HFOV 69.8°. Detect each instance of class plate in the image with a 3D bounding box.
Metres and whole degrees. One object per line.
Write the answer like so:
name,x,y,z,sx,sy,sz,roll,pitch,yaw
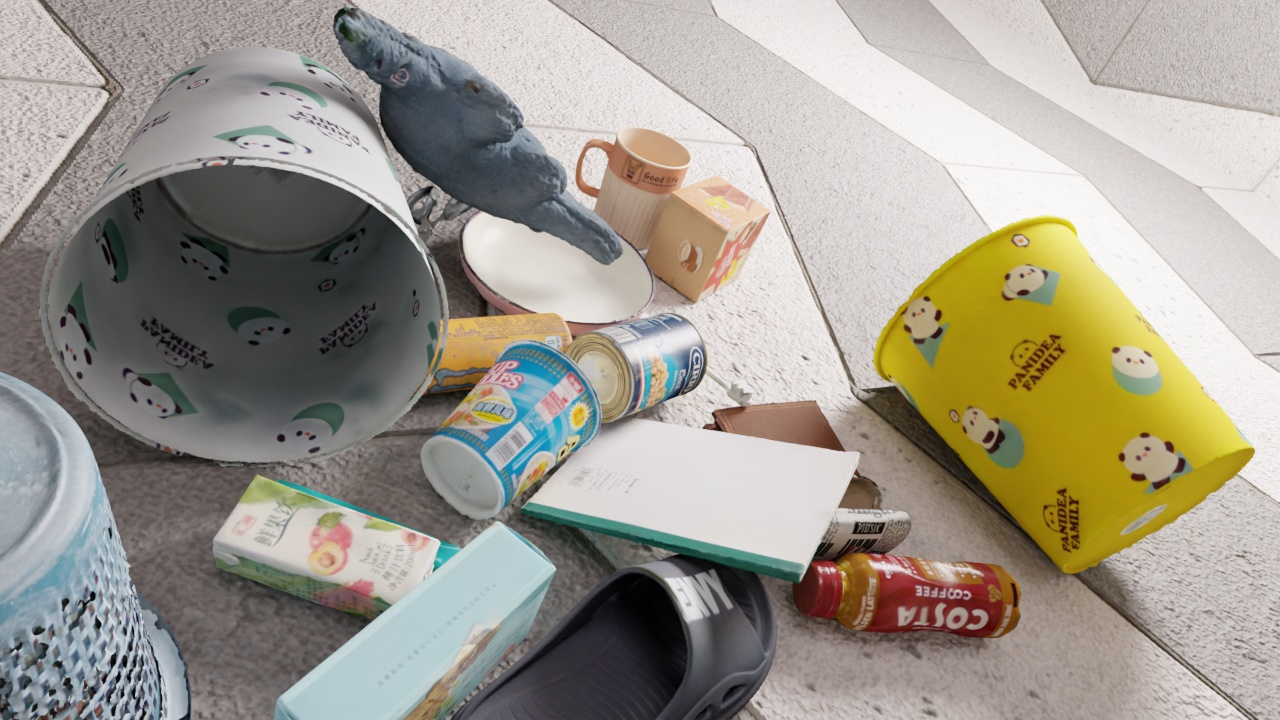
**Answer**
plate,-0.082,-0.083,0.881,0.192,0.039,0.192,14,38,-12

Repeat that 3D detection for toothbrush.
toothbrush,0.041,-0.011,0.851,0.016,0.016,0.180,-14,38,-37

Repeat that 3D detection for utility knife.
utility knife,-0.177,0.114,0.606,0.174,0.013,0.029,21,40,-2

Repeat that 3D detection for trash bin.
trash bin,-0.311,0.113,0.384,0.226,0.196,0.226,15,37,-11
trash bin,0.383,0.036,0.840,0.229,0.230,0.255,-6,51,-34
trash bin,-0.268,-0.093,0.653,0.229,0.230,0.251,5,35,-23

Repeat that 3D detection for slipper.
slipper,0.001,0.184,0.559,0.267,0.084,0.110,-22,58,-42

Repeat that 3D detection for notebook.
notebook,0.039,0.091,0.672,0.209,0.012,0.150,8,28,25

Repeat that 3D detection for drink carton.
drink carton,-0.191,0.120,0.564,0.122,0.046,0.053,20,48,-2

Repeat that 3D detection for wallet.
wallet,0.128,0.083,0.796,0.124,0.032,0.101,-3,47,-30

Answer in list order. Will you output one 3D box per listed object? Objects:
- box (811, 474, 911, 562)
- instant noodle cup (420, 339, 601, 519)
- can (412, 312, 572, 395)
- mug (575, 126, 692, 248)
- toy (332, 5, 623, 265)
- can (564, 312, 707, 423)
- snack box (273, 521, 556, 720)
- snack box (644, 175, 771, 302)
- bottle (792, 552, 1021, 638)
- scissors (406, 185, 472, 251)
box,0.130,0.127,0.699,0.163,0.076,0.086,7,3,-22
instant noodle cup,-0.097,0.054,0.665,0.099,0.099,0.109,32,44,11
can,-0.130,-0.006,0.744,0.145,0.058,0.058,-6,46,-33
mug,-0.016,-0.192,0.995,0.114,0.106,0.081,20,37,-4
toy,-0.141,-0.183,0.768,0.138,0.091,0.356,28,-5,34
can,-0.005,0.005,0.770,0.075,0.075,0.110,41,32,23
snack box,-0.123,0.170,0.515,0.051,0.074,0.174,35,38,16
snack box,0.070,-0.130,0.976,0.077,0.093,0.094,37,38,18
bottle,0.200,0.177,0.693,0.174,0.058,0.057,8,39,-19
scissors,-0.205,-0.122,0.867,0.164,0.014,0.163,-38,42,-19
